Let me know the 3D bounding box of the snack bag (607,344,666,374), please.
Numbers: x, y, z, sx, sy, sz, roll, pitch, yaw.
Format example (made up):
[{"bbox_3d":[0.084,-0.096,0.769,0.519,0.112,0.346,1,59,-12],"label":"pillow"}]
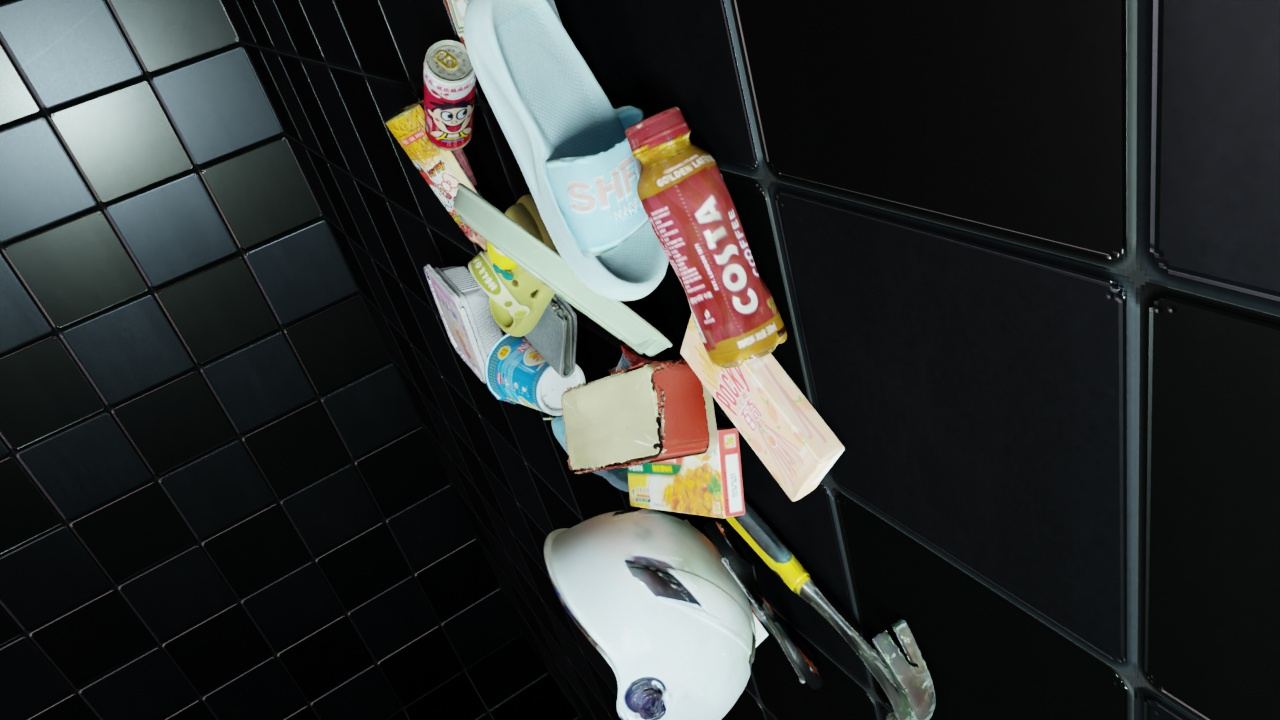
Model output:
[{"bbox_3d":[-0.005,0.005,0.899,0.048,0.026,0.104,21,159,-6],"label":"snack bag"}]

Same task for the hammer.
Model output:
[{"bbox_3d":[0.132,0.181,0.805,0.323,0.031,0.126,46,156,37],"label":"hammer"}]

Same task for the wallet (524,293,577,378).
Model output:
[{"bbox_3d":[-0.114,-0.058,1.080,0.129,0.036,0.107,47,144,32],"label":"wallet"}]

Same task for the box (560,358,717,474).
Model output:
[{"bbox_3d":[-0.013,0.051,0.833,0.169,0.077,0.091,-19,76,56],"label":"box"}]

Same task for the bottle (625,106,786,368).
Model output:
[{"bbox_3d":[0.042,-0.083,0.623,0.175,0.057,0.057,65,161,-12],"label":"bottle"}]

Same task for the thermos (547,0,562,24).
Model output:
[{"bbox_3d":[-0.064,-0.182,0.744,0.073,0.073,0.224,26,141,59],"label":"thermos"}]

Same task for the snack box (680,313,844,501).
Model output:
[{"bbox_3d":[0.089,0.027,0.706,0.157,0.026,0.085,53,159,20],"label":"snack box"}]

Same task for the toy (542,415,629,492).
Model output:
[{"bbox_3d":[-0.057,0.112,1.127,0.156,0.050,0.161,38,-179,5],"label":"toy"}]

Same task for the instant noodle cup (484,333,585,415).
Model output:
[{"bbox_3d":[-0.127,0.021,1.154,0.110,0.099,0.099,22,138,48],"label":"instant noodle cup"}]

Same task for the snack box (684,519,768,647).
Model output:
[{"bbox_3d":[0.082,0.262,1.049,0.156,0.026,0.085,53,159,20],"label":"snack box"}]

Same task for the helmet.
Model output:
[{"bbox_3d":[0.028,0.245,0.912,0.259,0.146,0.229,58,-177,-28],"label":"helmet"}]

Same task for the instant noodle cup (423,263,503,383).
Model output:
[{"bbox_3d":[-0.262,-0.066,1.411,0.138,0.060,0.174,43,152,43],"label":"instant noodle cup"}]

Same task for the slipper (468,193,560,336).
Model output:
[{"bbox_3d":[-0.140,-0.091,0.991,0.091,0.081,0.191,52,143,20],"label":"slipper"}]

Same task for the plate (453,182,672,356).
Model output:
[{"bbox_3d":[-0.070,-0.074,0.797,0.230,0.027,0.230,36,-179,-1],"label":"plate"}]

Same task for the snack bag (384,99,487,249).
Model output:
[{"bbox_3d":[-0.228,-0.219,1.129,0.129,0.073,0.208,22,145,60],"label":"snack bag"}]

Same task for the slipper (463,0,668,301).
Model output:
[{"bbox_3d":[-0.038,-0.162,0.662,0.074,0.103,0.245,-12,114,42],"label":"slipper"}]

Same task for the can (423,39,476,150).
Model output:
[{"bbox_3d":[-0.203,-0.279,0.974,0.053,0.053,0.133,58,161,9],"label":"can"}]

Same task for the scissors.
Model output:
[{"bbox_3d":[0.113,0.222,0.846,0.230,0.022,0.220,55,-179,-42],"label":"scissors"}]

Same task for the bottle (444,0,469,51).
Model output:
[{"bbox_3d":[-0.112,-0.254,0.779,0.060,0.059,0.206,27,145,59],"label":"bottle"}]

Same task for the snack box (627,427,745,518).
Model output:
[{"bbox_3d":[0.038,0.102,0.856,0.156,0.027,0.077,-7,87,58],"label":"snack box"}]
